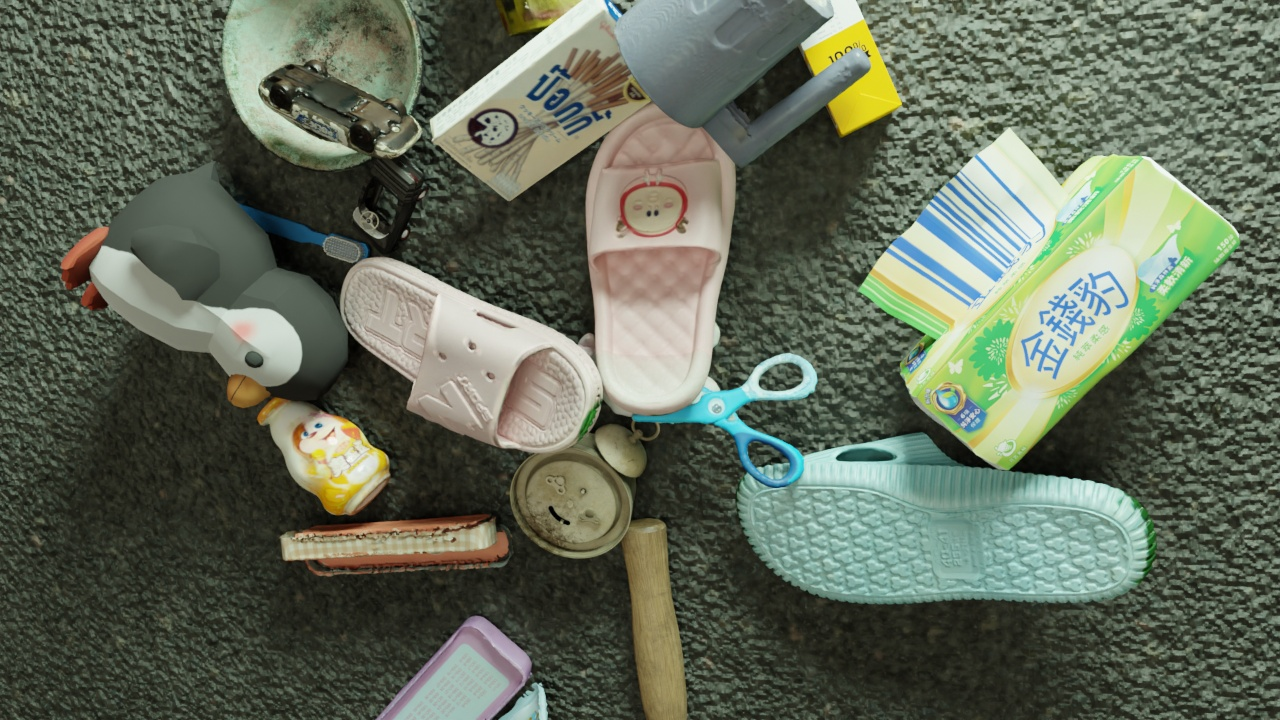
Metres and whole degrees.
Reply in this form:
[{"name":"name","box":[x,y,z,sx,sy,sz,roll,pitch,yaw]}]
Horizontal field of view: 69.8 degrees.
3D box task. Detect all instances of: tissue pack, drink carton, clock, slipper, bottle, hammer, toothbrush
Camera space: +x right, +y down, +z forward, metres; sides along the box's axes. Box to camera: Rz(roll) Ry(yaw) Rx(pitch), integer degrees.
[{"name":"tissue pack","box":[0.235,-0.053,0.584,0.141,0.120,0.198,39,100,0]},{"name":"drink carton","box":[0.123,-0.211,0.596,0.040,0.058,0.122,-25,96,15]},{"name":"clock","box":[-0.035,0.086,0.695,0.093,0.054,0.141,43,113,-6]},{"name":"slipper","box":[0.009,-0.072,0.634,0.107,0.055,0.221,2,86,13]},{"name":"bottle","box":[-0.253,0.071,0.732,0.109,0.063,0.063,43,106,1]},{"name":"hammer","box":[0.014,0.276,0.737,0.132,0.040,0.305,-5,100,9]},{"name":"slipper","box":[-0.139,-0.002,0.661,0.239,0.064,0.094,28,113,22]},{"name":"toothbrush","box":[-0.291,-0.107,0.725,0.167,0.014,0.016,18,105,8]},{"name":"slipper","box":[0.204,0.114,0.645,0.277,0.069,0.116,-2,106,26]}]

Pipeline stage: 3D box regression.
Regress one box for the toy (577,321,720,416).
[{"name":"toy","box":[-0.004,0.004,0.679,0.125,0.037,0.076,0,98,7]}]

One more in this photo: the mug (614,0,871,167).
[{"name":"mug","box":[0.064,-0.191,0.555,0.104,0.083,0.124,-32,115,32]}]

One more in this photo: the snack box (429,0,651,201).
[{"name":"snack box","box":[-0.061,-0.176,0.625,0.150,0.082,0.026,-30,52,21]}]

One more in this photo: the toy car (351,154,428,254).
[{"name":"toy car","box":[-0.188,-0.116,0.677,0.040,0.037,0.093,42,139,-1]}]

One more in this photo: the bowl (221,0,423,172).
[{"name":"bowl","box":[-0.226,-0.219,0.675,0.157,0.038,0.157,2,102,11]}]

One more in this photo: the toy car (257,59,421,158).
[{"name":"toy car","box":[-0.208,-0.170,0.637,0.113,0.048,0.041,27,137,5]}]

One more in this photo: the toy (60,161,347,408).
[{"name":"toy","box":[-0.298,-0.049,0.692,0.184,0.159,0.140,37,70,-9]}]

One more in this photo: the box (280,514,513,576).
[{"name":"box","box":[-0.200,0.153,0.742,0.187,0.054,0.076,-6,133,14]}]

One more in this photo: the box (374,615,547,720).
[{"name":"box","box":[-0.163,0.331,0.769,0.214,0.062,0.140,-48,55,16]}]

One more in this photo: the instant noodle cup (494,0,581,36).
[{"name":"instant noodle cup","box":[-0.067,-0.277,0.607,0.102,0.102,0.108,-7,109,12]}]

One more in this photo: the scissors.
[{"name":"scissors","box":[0.058,0.045,0.645,0.140,0.013,0.113,-6,77,-3]}]
